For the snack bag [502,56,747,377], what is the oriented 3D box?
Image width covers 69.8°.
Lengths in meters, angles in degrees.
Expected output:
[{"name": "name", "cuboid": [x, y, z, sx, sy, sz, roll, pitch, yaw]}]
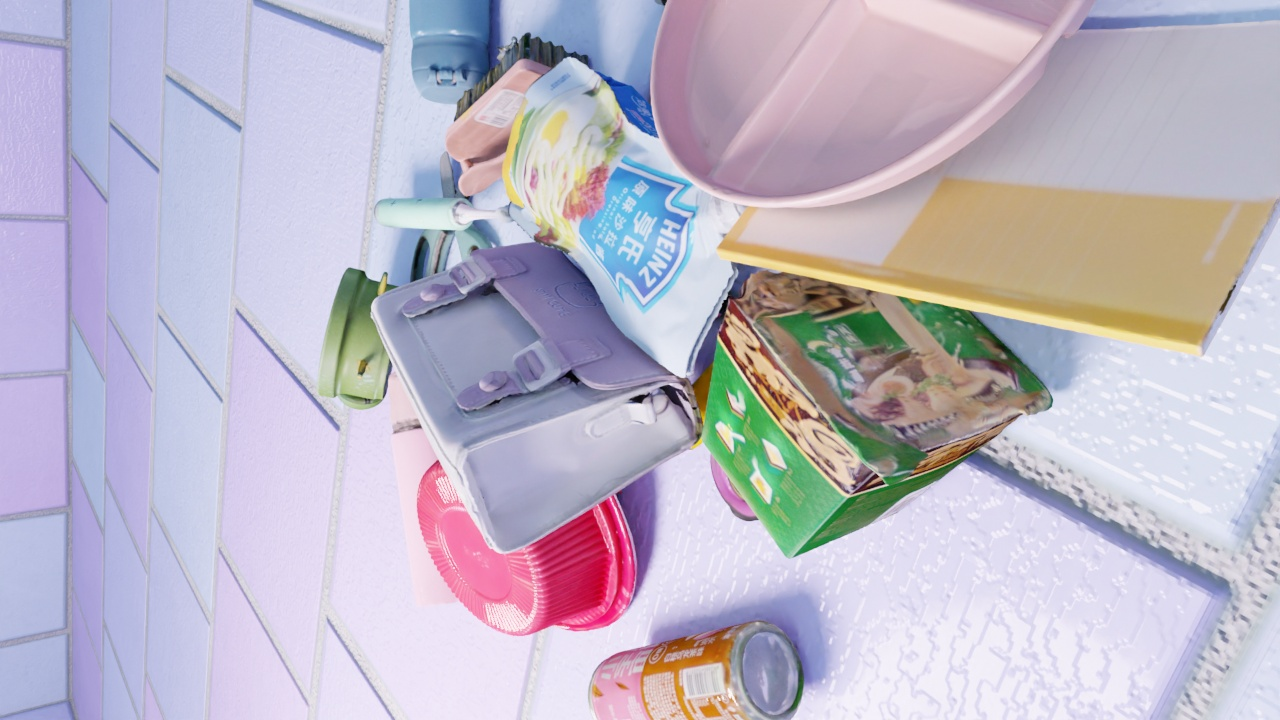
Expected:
[{"name": "snack bag", "cuboid": [-0.012, -0.086, 0.513, 0.191, 0.038, 0.110, 46, 115, 35]}]

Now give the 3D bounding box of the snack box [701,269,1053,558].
[{"name": "snack box", "cuboid": [0.096, 0.027, 0.432, 0.117, 0.118, 0.106, 55, 144, 31]}]

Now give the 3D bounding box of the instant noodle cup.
[{"name": "instant noodle cup", "cuboid": [-0.094, 0.123, 0.649, 0.194, 0.065, 0.194, 23, 127, 34]}]

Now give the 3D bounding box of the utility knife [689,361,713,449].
[{"name": "utility knife", "cuboid": [0.058, 0.008, 0.537, 0.155, 0.015, 0.033, -49, 64, 39]}]

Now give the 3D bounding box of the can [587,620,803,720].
[{"name": "can", "cuboid": [0.030, 0.198, 0.557, 0.148, 0.057, 0.058, -31, 70, 47]}]

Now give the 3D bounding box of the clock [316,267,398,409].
[{"name": "clock", "cuboid": [-0.248, -0.016, 0.828, 0.161, 0.056, 0.116, 143, 139, -71]}]

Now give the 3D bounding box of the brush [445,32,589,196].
[{"name": "brush", "cuboid": [-0.096, -0.171, 0.663, 0.146, 0.063, 0.073, -19, 69, 50]}]

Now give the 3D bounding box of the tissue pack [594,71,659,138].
[{"name": "tissue pack", "cuboid": [-0.003, -0.100, 0.570, 0.157, 0.052, 0.095, 55, 133, 31]}]

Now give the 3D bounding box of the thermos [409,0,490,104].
[{"name": "thermos", "cuboid": [-0.149, -0.315, 0.713, 0.070, 0.070, 0.220, 9, 101, 49]}]

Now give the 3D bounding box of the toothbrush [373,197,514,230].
[{"name": "toothbrush", "cuboid": [-0.161, -0.120, 0.746, 0.225, 0.027, 0.026, 12, 132, 50]}]

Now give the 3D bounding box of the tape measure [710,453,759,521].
[{"name": "tape measure", "cuboid": [0.069, 0.059, 0.511, 0.057, 0.039, 0.058, -29, 79, 56]}]

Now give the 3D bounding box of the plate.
[{"name": "plate", "cuboid": [0.098, -0.168, 0.406, 0.230, 0.028, 0.229, -22, 57, 37]}]

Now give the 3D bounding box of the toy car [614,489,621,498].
[{"name": "toy car", "cuboid": [-0.034, 0.075, 0.639, 0.049, 0.031, 0.106, 29, 127, 40]}]

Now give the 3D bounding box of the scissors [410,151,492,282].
[{"name": "scissors", "cuboid": [-0.168, -0.089, 0.793, 0.179, 0.019, 0.173, -22, 78, 49]}]

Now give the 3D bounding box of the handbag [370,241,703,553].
[{"name": "handbag", "cuboid": [-0.072, 0.005, 0.573, 0.197, 0.144, 0.098, 46, 154, 48]}]

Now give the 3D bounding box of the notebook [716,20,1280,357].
[{"name": "notebook", "cuboid": [0.142, -0.081, 0.365, 0.206, 0.010, 0.145, 20, 68, 47]}]

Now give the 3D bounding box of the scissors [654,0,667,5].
[{"name": "scissors", "cuboid": [0.019, -0.330, 0.548, 0.223, 0.015, 0.189, -39, 65, 44]}]

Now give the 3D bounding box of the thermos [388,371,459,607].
[{"name": "thermos", "cuboid": [-0.175, 0.105, 0.791, 0.087, 0.067, 0.198, 138, 122, -77]}]

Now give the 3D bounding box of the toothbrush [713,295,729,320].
[{"name": "toothbrush", "cuboid": [-0.004, 0.004, 0.609, 0.190, 0.017, 0.014, -36, 60, 44]}]
